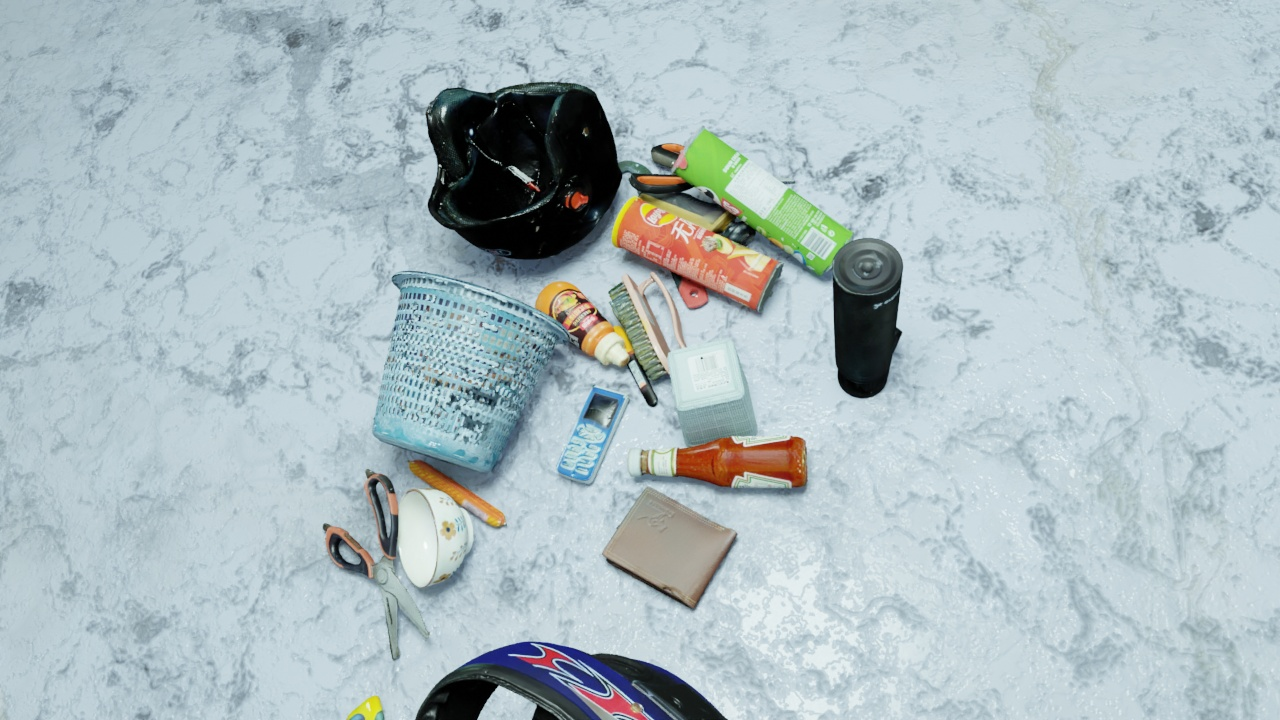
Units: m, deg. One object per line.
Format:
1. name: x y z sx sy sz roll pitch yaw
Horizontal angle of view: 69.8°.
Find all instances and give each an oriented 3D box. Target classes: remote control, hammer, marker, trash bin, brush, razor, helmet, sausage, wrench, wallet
1. remote control: -0.058 0.090 1.126 0.049 0.024 0.124 16 69 20
2. hammer: -0.211 0.488 0.947 0.126 0.032 0.323 -42 62 -11
3. marker: -0.007 0.007 1.164 0.018 0.015 0.123 -37 61 18
4. trash bin: -0.221 0.024 1.107 0.227 0.226 0.195 14 79 19
5. brush: 0.017 -0.043 1.156 0.073 0.063 0.145 -29 60 8
6. razor: 0.071 -0.191 1.223 0.167 0.062 0.068 25 104 20
7. helmet: -0.148 -0.243 1.205 0.234 0.230 0.274 13 64 35
8. sausage: -0.227 0.162 1.128 0.165 0.021 0.021 28 72 24
9. wrench: 0.028 -0.179 1.252 0.056 0.016 0.273 -24 60 -4
10. helmet: -0.031 0.386 0.835 0.315 0.240 0.248 42 104 19
11. wallet: 0.033 0.209 1.040 0.124 0.032 0.101 25 68 22

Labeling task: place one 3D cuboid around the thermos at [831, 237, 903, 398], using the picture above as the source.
1. thermos: 0.251 -0.045 1.001 0.090 0.243 0.068 -45 63 -11

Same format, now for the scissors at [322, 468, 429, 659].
1. scissors: -0.310 0.236 1.085 0.226 0.015 0.189 18 92 32

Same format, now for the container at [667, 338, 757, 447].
1. container: 0.082 0.038 1.071 0.090 0.111 0.089 -13 61 6

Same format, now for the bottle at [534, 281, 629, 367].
1. bottle: -0.069 -0.041 1.174 0.066 0.067 0.149 -44 64 -12

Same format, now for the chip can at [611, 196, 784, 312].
1. chip can: 0.071 -0.136 1.170 0.217 0.073 0.073 27 71 15

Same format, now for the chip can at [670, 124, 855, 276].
1. chip can: 0.153 -0.198 1.150 0.236 0.072 0.072 35 73 1

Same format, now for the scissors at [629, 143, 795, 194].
1. scissors: 0.088 -0.246 1.242 0.228 0.022 0.221 -17 41 -28

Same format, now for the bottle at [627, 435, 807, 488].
1. bottle: 0.088 0.117 1.059 0.206 0.060 0.059 -1 62 12

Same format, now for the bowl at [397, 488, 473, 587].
1. bowl: -0.235 0.204 1.073 0.062 0.114 0.113 -1 52 -37
